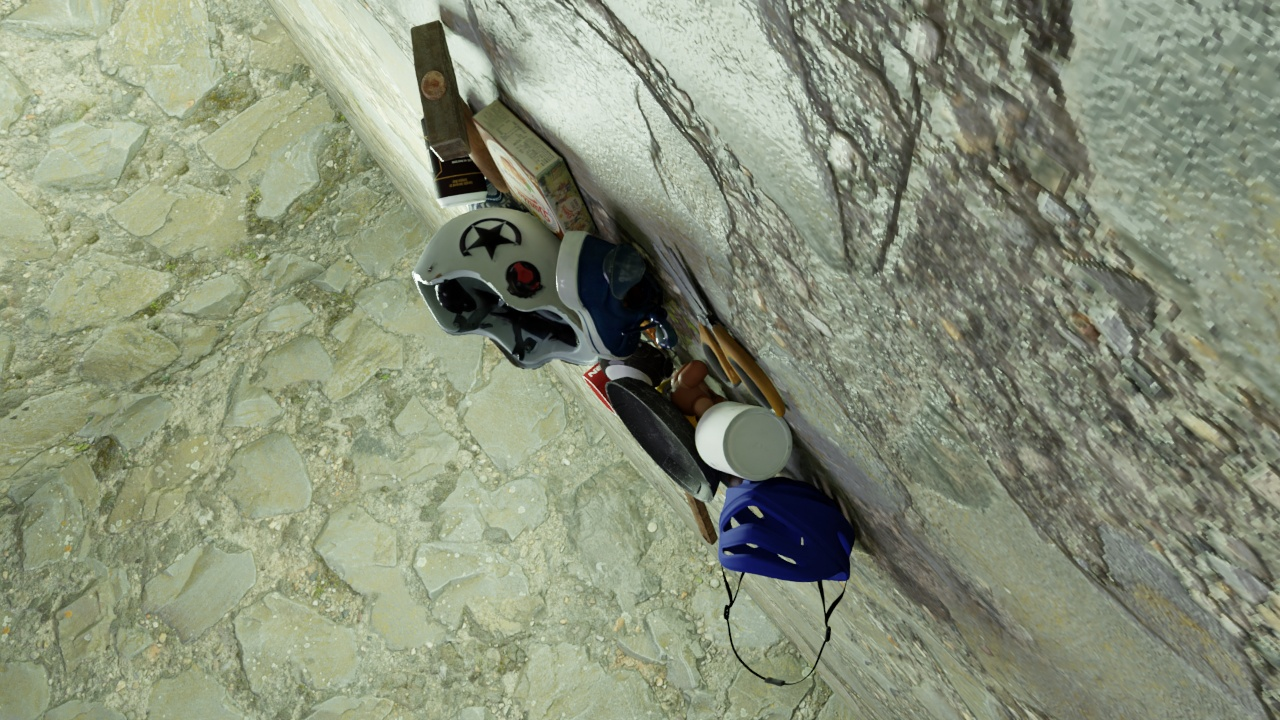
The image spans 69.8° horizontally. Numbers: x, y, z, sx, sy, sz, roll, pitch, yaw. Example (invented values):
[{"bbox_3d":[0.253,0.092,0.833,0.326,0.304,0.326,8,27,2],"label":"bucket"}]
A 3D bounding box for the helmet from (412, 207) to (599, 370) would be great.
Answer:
[{"bbox_3d":[-0.154,-0.103,1.207,0.264,0.163,0.237,20,162,7],"label":"helmet"}]

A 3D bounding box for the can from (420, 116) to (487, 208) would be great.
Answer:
[{"bbox_3d":[-0.255,-0.278,1.257,0.072,0.072,0.128,-158,57,-73],"label":"can"}]

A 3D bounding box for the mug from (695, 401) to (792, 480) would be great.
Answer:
[{"bbox_3d":[0.115,0.090,1.031,0.082,0.082,0.106,52,171,-8],"label":"mug"}]

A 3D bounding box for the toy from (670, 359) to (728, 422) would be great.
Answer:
[{"bbox_3d":[0.092,0.060,1.144,0.127,0.065,0.095,43,180,-5],"label":"toy"}]

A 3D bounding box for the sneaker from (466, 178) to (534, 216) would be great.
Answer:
[{"bbox_3d":[-0.140,-0.155,1.337,0.269,0.103,0.133,53,157,-21],"label":"sneaker"}]

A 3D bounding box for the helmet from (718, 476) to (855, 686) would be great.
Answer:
[{"bbox_3d":[0.157,0.248,1.047,0.148,0.227,0.241,4,159,31],"label":"helmet"}]

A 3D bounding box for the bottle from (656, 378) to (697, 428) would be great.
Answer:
[{"bbox_3d":[0.055,0.074,1.314,0.071,0.071,0.164,47,171,23],"label":"bottle"}]

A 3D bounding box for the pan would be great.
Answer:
[{"bbox_3d":[0.057,0.147,1.238,0.208,0.040,0.357,36,161,42],"label":"pan"}]

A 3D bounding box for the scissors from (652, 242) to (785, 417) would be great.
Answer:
[{"bbox_3d":[0.081,-0.026,0.933,0.166,0.016,0.225,41,167,45],"label":"scissors"}]

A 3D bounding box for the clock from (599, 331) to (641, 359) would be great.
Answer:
[{"bbox_3d":[-0.033,-0.022,1.325,0.090,0.053,0.124,-2,144,36],"label":"clock"}]

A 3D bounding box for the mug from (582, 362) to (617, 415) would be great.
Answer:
[{"bbox_3d":[-0.034,0.022,1.463,0.080,0.096,0.116,54,171,-23],"label":"mug"}]

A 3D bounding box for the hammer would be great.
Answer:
[{"bbox_3d":[-0.210,-0.284,1.154,0.301,0.037,0.157,54,-158,-78],"label":"hammer"}]

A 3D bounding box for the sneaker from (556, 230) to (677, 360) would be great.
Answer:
[{"bbox_3d":[-0.007,-0.060,1.065,0.127,0.120,0.295,7,166,9],"label":"sneaker"}]

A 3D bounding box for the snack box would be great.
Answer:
[{"bbox_3d":[-0.124,-0.217,1.090,0.143,0.041,0.147,45,170,31],"label":"snack box"}]

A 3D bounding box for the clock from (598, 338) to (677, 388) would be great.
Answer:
[{"bbox_3d":[-0.007,0.007,1.254,0.091,0.043,0.123,35,149,-29],"label":"clock"}]

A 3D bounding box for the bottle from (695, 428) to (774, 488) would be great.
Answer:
[{"bbox_3d":[0.133,0.139,1.193,0.157,0.067,0.068,42,168,46],"label":"bottle"}]

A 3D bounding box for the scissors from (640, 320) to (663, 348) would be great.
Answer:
[{"bbox_3d":[-0.014,-0.070,1.257,0.133,0.012,0.084,51,171,-12],"label":"scissors"}]
